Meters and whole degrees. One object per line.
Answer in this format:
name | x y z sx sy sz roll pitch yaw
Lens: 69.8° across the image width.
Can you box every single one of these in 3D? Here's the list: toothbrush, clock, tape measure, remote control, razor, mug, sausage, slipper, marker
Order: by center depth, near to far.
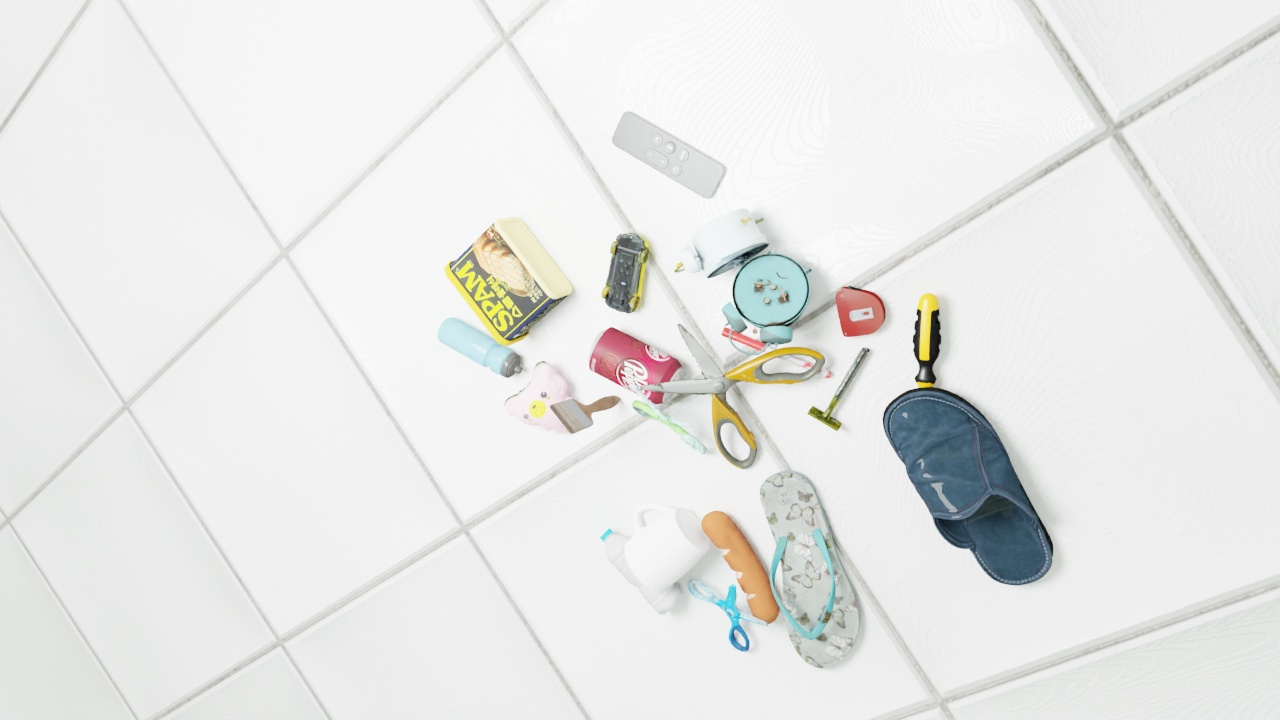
slipper | 0.369 0.150 1.023 0.109 0.083 0.265 -32 94 26
toothbrush | 0.325 0.019 1.045 0.031 0.031 0.197 6 111 26
tape measure | 0.254 -0.059 1.057 0.051 0.019 0.059 -9 101 26
clock | 0.146 -0.063 1.061 0.090 0.053 0.124 26 85 18
clock | 0.091 -0.129 1.074 0.118 0.083 0.057 -29 86 24
razor | 0.241 0.030 1.088 0.042 0.026 0.106 32 111 15
remote control | 0.032 -0.248 1.107 0.147 0.008 0.045 33 115 12
marker | 0.164 -0.009 1.115 0.142 0.012 0.013 24 113 16
slipper | 0.212 0.270 1.152 0.098 0.054 0.269 -9 99 23
sausage | 0.133 0.267 1.191 0.044 0.039 0.164 -29 92 10
mug | 0.031 0.233 1.215 0.088 0.081 0.114 -42 54 21

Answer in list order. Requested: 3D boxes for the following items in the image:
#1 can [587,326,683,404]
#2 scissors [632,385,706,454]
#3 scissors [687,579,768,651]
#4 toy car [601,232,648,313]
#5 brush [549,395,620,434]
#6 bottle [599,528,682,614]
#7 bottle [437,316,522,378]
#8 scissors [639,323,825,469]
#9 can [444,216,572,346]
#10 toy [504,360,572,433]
can | -0.007 0.007 1.166 0.114 0.063 0.063 27 114 15
scissors | 0.038 0.075 1.137 0.165 0.171 0.024 44 81 -17
scissors | 0.119 0.337 1.214 0.134 0.011 0.140 7 125 45
toy car | -0.017 -0.110 1.156 0.049 0.030 0.107 21 114 19
brush | -0.061 0.062 1.161 0.045 0.142 0.008 50 116 14
bottle | -0.002 0.285 1.255 0.136 0.044 0.044 46 117 6
bottle | -0.219 -0.015 1.267 0.130 0.040 0.040 28 114 14
scissors | 0.114 0.044 1.117 0.225 0.016 0.230 -6 120 10
can | -0.171 -0.106 1.203 0.105 0.075 0.135 -39 87 25
toy | -0.129 0.059 1.243 0.093 0.050 0.103 46 120 0
